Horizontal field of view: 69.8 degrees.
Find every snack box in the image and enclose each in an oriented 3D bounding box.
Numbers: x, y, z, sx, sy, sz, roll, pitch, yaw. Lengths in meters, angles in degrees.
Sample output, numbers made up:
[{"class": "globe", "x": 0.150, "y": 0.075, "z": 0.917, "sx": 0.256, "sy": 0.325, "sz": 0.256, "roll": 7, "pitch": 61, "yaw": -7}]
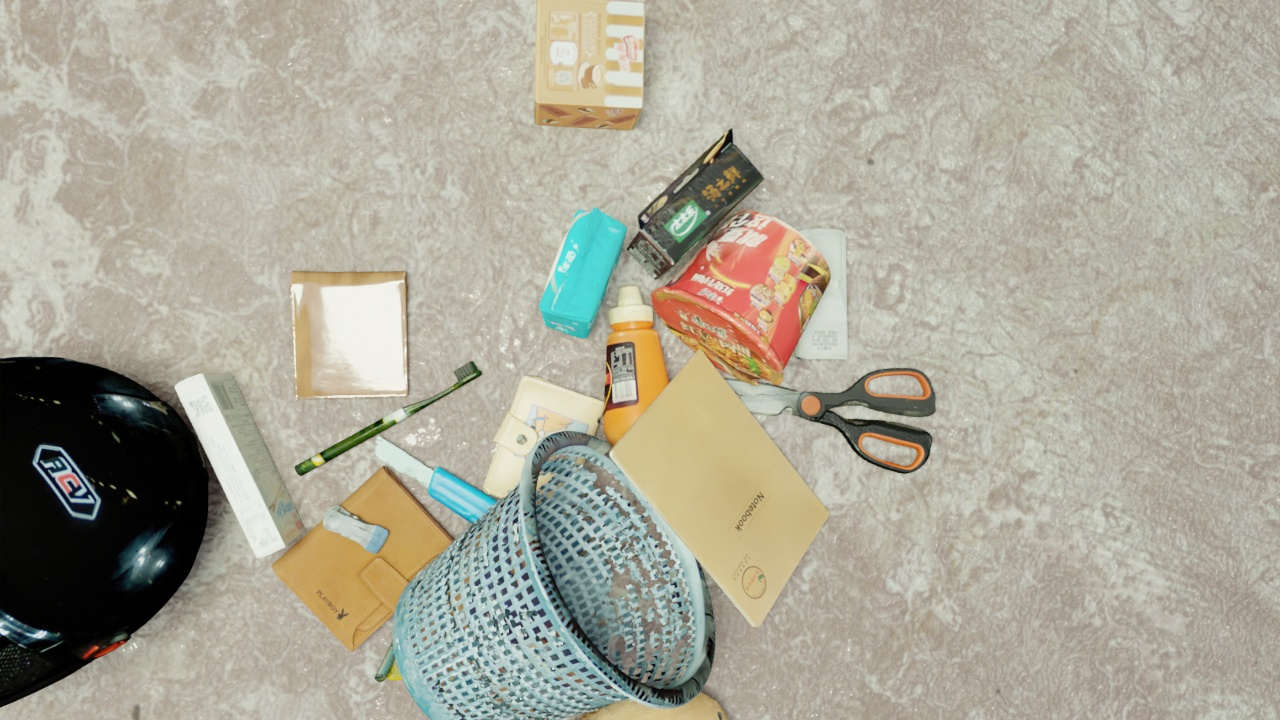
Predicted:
[{"class": "snack box", "x": -0.336, "y": 0.086, "z": 0.778, "sx": 0.027, "sy": 0.085, "sz": 0.157, "roll": -24, "pitch": 92, "yaw": -8}, {"class": "snack box", "x": 0.045, "y": -0.133, "z": 0.807, "sx": 0.113, "sy": 0.126, "sz": 0.053, "roll": -44, "pitch": 95, "yaw": -6}, {"class": "snack box", "x": -0.047, "y": -0.263, "z": 0.822, "sx": 0.094, "sy": 0.077, "sz": 0.092, "roll": 1, "pitch": 89, "yaw": -6}]

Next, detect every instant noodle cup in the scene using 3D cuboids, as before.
[{"class": "instant noodle cup", "x": 0.094, "y": -0.060, "z": 0.814, "sx": 0.138, "sy": 0.138, "sz": 0.108, "roll": 37, "pitch": 77, "yaw": -5}]

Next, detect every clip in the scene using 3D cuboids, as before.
[{"class": "clip", "x": -0.247, "y": 0.145, "z": 0.794, "sx": 0.056, "sy": 0.026, "sz": 0.024, "roll": 32, "pitch": 86, "yaw": -10}]

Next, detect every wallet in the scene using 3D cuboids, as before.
[{"class": "wallet", "x": -0.242, "y": 0.177, "z": 0.818, "sx": 0.131, "sy": 0.031, "sz": 0.108, "roll": -42, "pitch": 93, "yaw": -5}, {"class": "wallet", "x": -0.260, "y": -0.023, "z": 0.823, "sx": 0.101, "sy": 0.020, "sz": 0.115, "roll": 0, "pitch": 92, "yaw": -8}, {"class": "wallet", "x": -0.091, "y": 0.078, "z": 0.841, "sx": 0.087, "sy": 0.024, "sz": 0.115, "roll": 21, "pitch": 88, "yaw": -11}]

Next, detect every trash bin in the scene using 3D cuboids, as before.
[{"class": "trash bin", "x": -0.083, "y": 0.200, "z": 0.742, "sx": 0.195, "sy": 0.226, "sz": 0.226, "roll": -33, "pitch": 94, "yaw": 23}]

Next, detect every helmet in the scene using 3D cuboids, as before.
[{"class": "helmet", "x": -0.441, "y": 0.108, "z": 0.678, "sx": 0.229, "sy": 0.275, "sz": 0.233, "roll": -32, "pitch": 98, "yaw": -33}]

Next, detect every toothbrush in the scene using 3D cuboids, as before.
[{"class": "toothbrush", "x": -0.228, "y": 0.052, "z": 0.829, "sx": 0.185, "sy": 0.012, "sz": 0.017, "roll": -30, "pitch": 87, "yaw": -6}]

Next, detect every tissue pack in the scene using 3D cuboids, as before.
[{"class": "tissue pack", "x": -0.051, "y": -0.072, "z": 0.792, "sx": 0.050, "sy": 0.133, "sz": 0.093, "roll": 21, "pitch": 83, "yaw": -3}]

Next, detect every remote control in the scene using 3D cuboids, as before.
[{"class": "remote control", "x": 0.172, "y": -0.063, "z": 0.874, "sx": 0.049, "sy": 0.024, "sz": 0.125, "roll": -1, "pitch": 90, "yaw": -7}]

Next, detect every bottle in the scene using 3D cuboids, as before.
[{"class": "bottle", "x": -0.005, "y": 0.005, "z": 0.835, "sx": 0.066, "sy": 0.067, "sz": 0.149, "roll": -4, "pitch": 83, "yaw": -7}]

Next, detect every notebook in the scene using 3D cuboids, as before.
[{"class": "notebook", "x": 0.078, "y": 0.111, "z": 0.819, "sx": 0.207, "sy": 0.008, "sz": 0.147, "roll": 51, "pitch": 54, "yaw": -12}]

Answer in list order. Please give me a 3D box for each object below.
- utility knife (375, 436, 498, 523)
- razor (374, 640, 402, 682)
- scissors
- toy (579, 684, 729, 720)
[{"class": "utility knife", "x": -0.155, "y": 0.129, "z": 0.833, "sx": 0.203, "sy": 0.018, "sz": 0.034, "roll": 34, "pitch": 87, "yaw": -7}, {"class": "razor", "x": -0.169, "y": 0.293, "z": 0.825, "sx": 0.132, "sy": 0.028, "sz": 0.043, "roll": 24, "pitch": 55, "yaw": -4}, {"class": "scissors", "x": 0.177, "y": 0.032, "z": 0.879, "sx": 0.234, "sy": 0.022, "sz": 0.161, "roll": 33, "pitch": 79, "yaw": -1}, {"class": "toy", "x": 0.028, "y": 0.360, "z": 0.828, "sx": 0.226, "sy": 0.082, "sz": 0.143, "roll": -13, "pitch": 96, "yaw": -10}]
